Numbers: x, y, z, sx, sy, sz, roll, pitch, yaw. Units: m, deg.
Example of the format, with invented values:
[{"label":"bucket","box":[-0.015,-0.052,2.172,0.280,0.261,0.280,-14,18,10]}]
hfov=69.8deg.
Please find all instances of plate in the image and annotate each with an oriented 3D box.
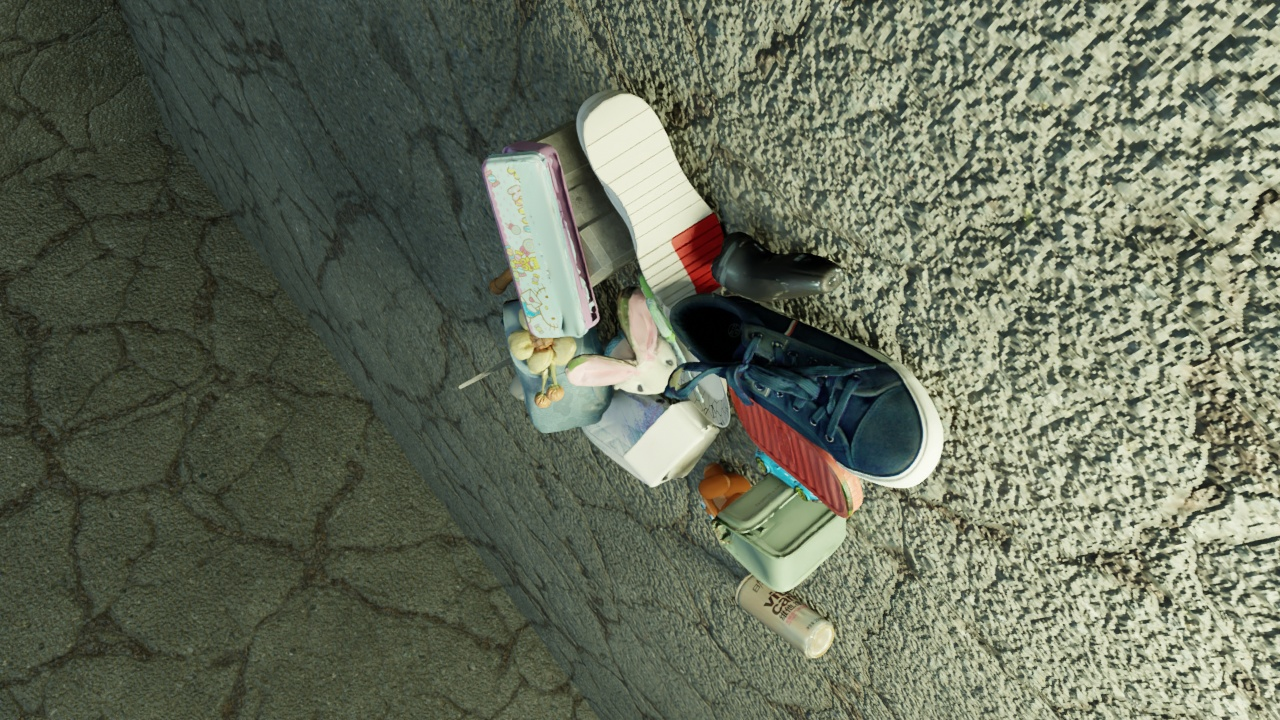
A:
[{"label":"plate","box":[0.056,-0.011,1.042,0.188,0.016,0.189,57,167,20]}]

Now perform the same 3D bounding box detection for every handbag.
[{"label":"handbag","box":[0.156,0.176,1.004,0.106,0.121,0.067,36,149,36]},{"label":"handbag","box":[-0.008,0.078,1.255,0.158,0.069,0.127,35,135,36]},{"label":"handbag","box":[-0.106,0.007,1.156,0.118,0.122,0.192,-84,-15,-62]}]

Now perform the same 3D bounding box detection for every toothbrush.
[{"label":"toothbrush","box":[-0.182,-0.002,1.324,0.010,0.181,0.010,56,160,11]}]

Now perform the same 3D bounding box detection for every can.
[{"label":"can","box":[0.192,0.340,1.226,0.136,0.054,0.054,29,145,45]}]

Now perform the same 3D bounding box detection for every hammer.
[{"label":"hammer","box":[-0.124,-0.138,1.113,0.162,0.082,0.319,57,147,-3]}]

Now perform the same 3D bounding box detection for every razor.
[{"label":"razor","box":[0.122,-0.085,0.827,0.141,0.052,0.064,12,130,54]}]

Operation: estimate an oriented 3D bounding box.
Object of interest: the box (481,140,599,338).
[{"label":"box","box":[-0.101,-0.123,0.974,0.078,0.064,0.214,9,127,32]}]

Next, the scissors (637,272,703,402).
[{"label":"scissors","box":[0.029,-0.027,0.964,0.171,0.021,0.172,63,179,28]}]

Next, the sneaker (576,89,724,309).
[{"label":"sneaker","box":[0.007,-0.161,0.919,0.237,0.090,0.104,58,-179,-28]}]

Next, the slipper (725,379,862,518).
[{"label":"slipper","box":[0.159,0.064,0.935,0.248,0.059,0.104,50,161,50]}]

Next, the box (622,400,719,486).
[{"label":"box","box":[0.053,0.110,1.112,0.091,0.102,0.107,47,-166,10]}]

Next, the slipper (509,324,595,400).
[{"label":"slipper","box":[-0.112,0.013,1.316,0.080,0.112,0.267,50,149,6]}]

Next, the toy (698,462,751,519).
[{"label":"toy","box":[0.103,0.181,1.182,0.095,0.065,0.128,57,162,12]}]

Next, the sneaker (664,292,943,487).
[{"label":"sneaker","box":[0.126,0.017,0.816,0.294,0.127,0.121,37,106,41]}]

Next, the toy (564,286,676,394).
[{"label":"toy","box":[-0.007,0.006,1.091,0.105,0.131,0.205,39,176,9]}]

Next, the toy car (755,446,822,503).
[{"label":"toy car","box":[0.169,0.113,0.991,0.105,0.048,0.032,35,149,39]}]
